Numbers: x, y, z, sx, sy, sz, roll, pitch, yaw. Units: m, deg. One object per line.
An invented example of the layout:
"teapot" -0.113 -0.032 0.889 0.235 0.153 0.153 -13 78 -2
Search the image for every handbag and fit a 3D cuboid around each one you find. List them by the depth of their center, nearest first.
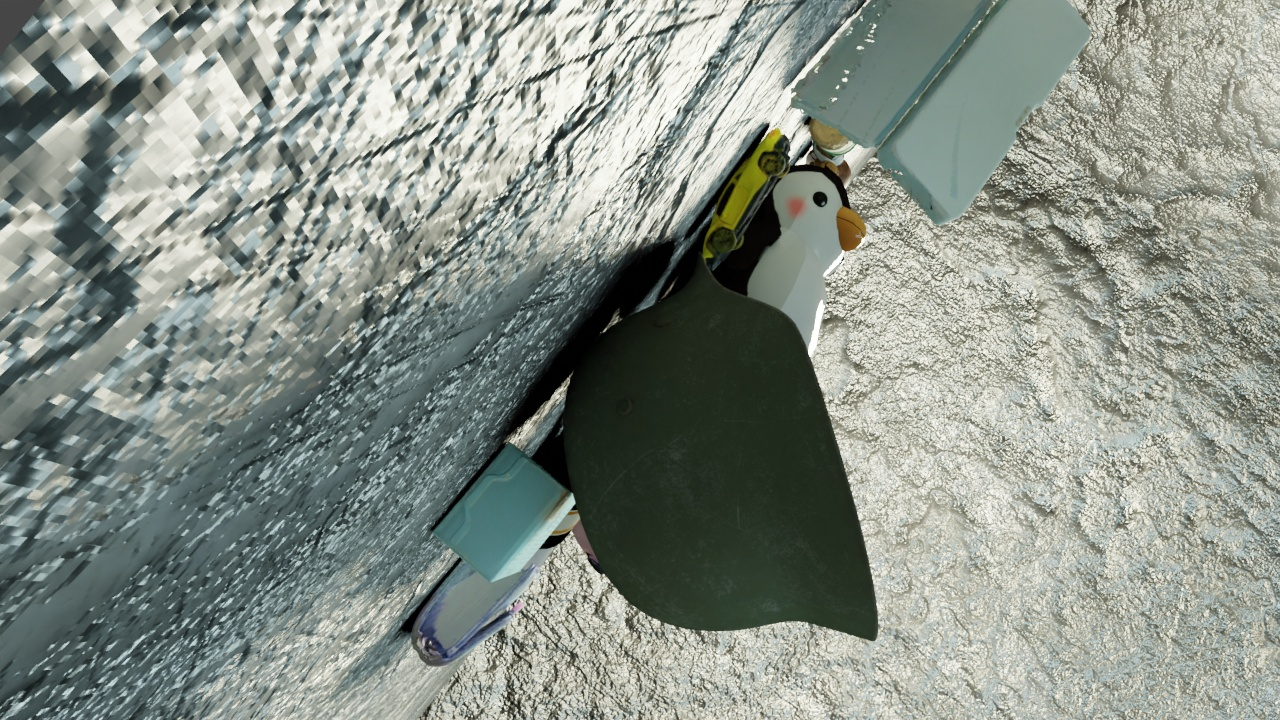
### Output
"handbag" -0.153 0.227 0.852 0.126 0.069 0.159 -48 177 -16

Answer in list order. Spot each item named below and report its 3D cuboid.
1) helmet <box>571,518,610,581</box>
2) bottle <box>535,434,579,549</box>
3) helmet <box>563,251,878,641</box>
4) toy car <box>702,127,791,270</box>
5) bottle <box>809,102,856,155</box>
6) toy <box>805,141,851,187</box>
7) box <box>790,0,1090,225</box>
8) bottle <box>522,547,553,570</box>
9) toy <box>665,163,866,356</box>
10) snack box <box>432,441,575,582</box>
"helmet" -0.010 0.167 1.205 0.229 0.152 0.256 -52 177 -23
"bottle" -0.058 0.093 0.765 0.059 0.059 0.182 -47 173 -44
"helmet" 0.032 0.062 0.585 0.154 0.267 0.227 -15 149 3
"toy car" 0.071 -0.110 0.634 0.107 0.030 0.049 -59 174 14
"bottle" 0.175 -0.208 0.823 0.043 0.043 0.111 -53 174 17
"toy" 0.175 -0.176 0.965 0.112 0.067 0.087 -42 174 -3
"box" 0.203 -0.196 0.600 0.196 0.136 0.044 -50 180 -21
"bottle" -0.110 0.178 0.949 0.052 0.052 0.196 -47 173 -43
"toy" 0.104 -0.083 0.765 0.183 0.140 0.159 -59 145 -19
"snack box" -0.088 0.107 0.642 0.075 0.053 0.175 -51 174 -9
